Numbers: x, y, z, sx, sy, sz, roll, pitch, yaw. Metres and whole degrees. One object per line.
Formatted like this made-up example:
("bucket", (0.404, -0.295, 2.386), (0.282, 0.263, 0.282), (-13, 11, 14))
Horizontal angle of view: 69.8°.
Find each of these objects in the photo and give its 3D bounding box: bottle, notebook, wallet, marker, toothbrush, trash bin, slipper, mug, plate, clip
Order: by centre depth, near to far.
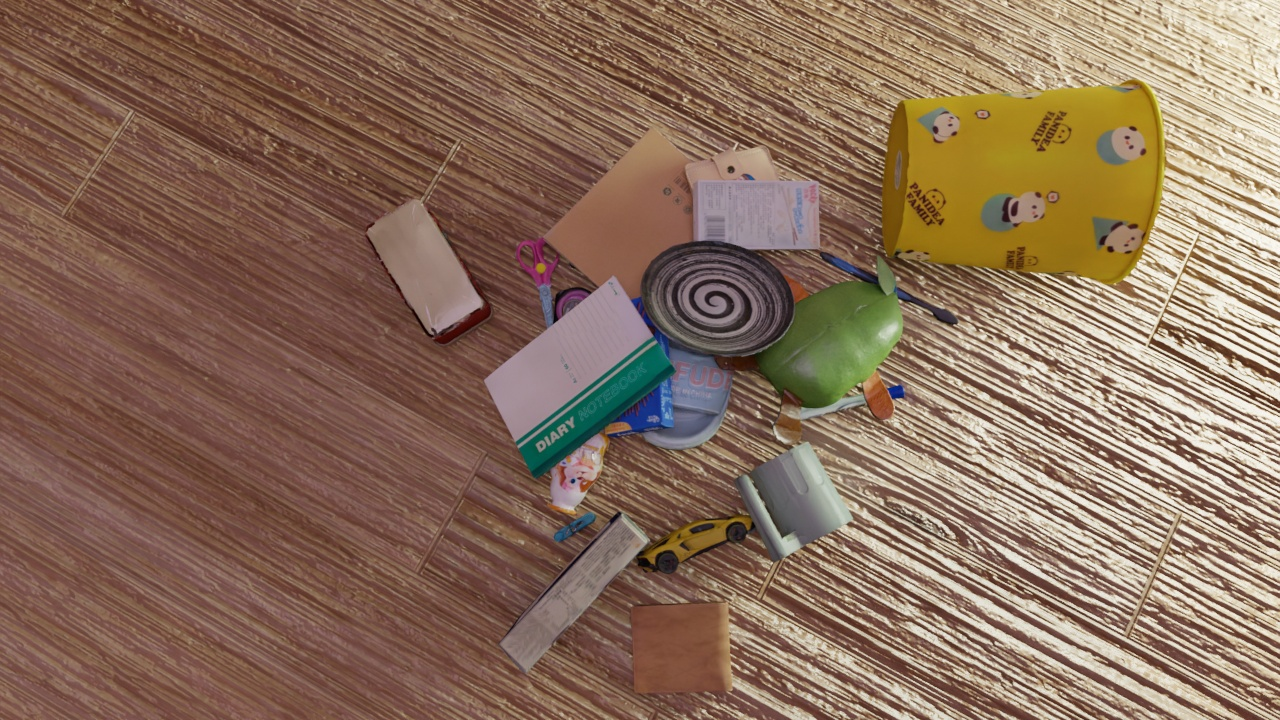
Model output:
("mug", (0.170, 0.161, 1.052), (0.123, 0.084, 0.103), (-17, 75, -41))
("plate", (0.087, -0.069, 1.054), (0.179, 0.024, 0.179), (3, 52, -4))
("trash bin", (0.423, -0.207, 1.064), (0.255, 0.229, 0.229), (3, 80, 7))
("wallet", (0.047, 0.333, 1.068), (0.115, 0.020, 0.101), (-2, 81, 3))
("notebook", (-0.076, 0.019, 1.071), (0.209, 0.012, 0.150), (-38, 62, 11))
("bottle", (-0.078, 0.126, 1.082), (0.063, 0.063, 0.108), (16, 81, 3))
("clip", (-0.078, 0.198, 1.090), (0.056, 0.043, 0.014), (-32, 79, -5))
("slipper", (0.069, -0.010, 1.099), (0.104, 0.074, 0.245), (15, 79, 2))
("marker", (0.248, 0.053, 1.115), (0.146, 0.017, 0.017), (-13, 80, -2))
("toothbrush", (0.309, -0.090, 1.144), (0.189, 0.016, 0.014), (28, 90, 8))
("notebook", (0.002, -0.176, 1.144), (0.148, 0.008, 0.207), (41, 77, 2))
("wallet", (0.118, -0.224, 1.153), (0.115, 0.024, 0.087), (-18, 80, -10))

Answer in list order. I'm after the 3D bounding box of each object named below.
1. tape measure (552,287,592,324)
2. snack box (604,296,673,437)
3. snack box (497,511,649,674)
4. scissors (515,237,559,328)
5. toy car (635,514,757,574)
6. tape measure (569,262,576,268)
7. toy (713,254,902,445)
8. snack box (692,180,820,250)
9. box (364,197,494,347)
("tape measure", (-0.077, -0.060, 1.127), (0.058, 0.039, 0.057), (1, 83, 6))
("snack box", (-0.006, 0.006, 1.073), (0.085, 0.026, 0.157), (-13, 73, 35))
("snack box", (-0.069, 0.244, 1.000), (0.046, 0.182, 0.177), (43, 83, 5))
("scissors", (-0.119, -0.088, 1.144), (0.057, 0.017, 0.133), (-11, 84, -11))
("toy car", (0.067, 0.208, 1.063), (0.156, 0.071, 0.041), (-20, 84, -5))
("tape measure", (-0.057, -0.134, 1.146), (0.058, 0.025, 0.054), (13, 76, -5))
("toy", (0.215, -0.016, 1.084), (0.246, 0.090, 0.227), (-32, 73, -15))
("snack box", (0.143, -0.178, 1.129), (0.156, 0.027, 0.084), (-2, 93, -12))
("box", (-0.257, -0.110, 1.118), (0.091, 0.077, 0.168), (-33, 82, -4))
